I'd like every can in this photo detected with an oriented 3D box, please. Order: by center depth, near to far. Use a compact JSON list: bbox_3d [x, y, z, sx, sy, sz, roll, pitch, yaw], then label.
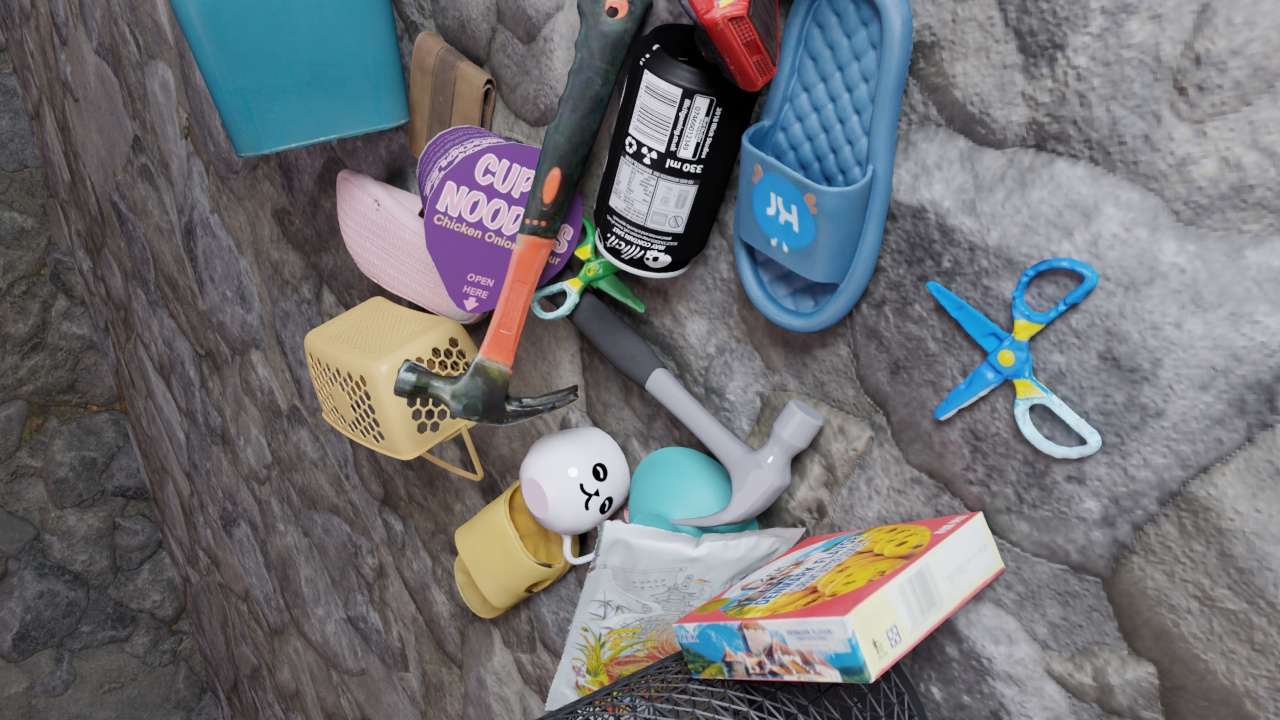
[{"bbox_3d":[0.020,-0.132,0.589,0.080,0.080,0.146,44,136,28],"label":"can"}]

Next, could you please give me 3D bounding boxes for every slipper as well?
[{"bbox_3d":[0.095,-0.117,0.532,0.104,0.059,0.214,33,127,39],"label":"slipper"},{"bbox_3d":[-0.225,-0.110,0.903,0.221,0.055,0.107,34,131,21],"label":"slipper"},{"bbox_3d":[-0.143,0.202,0.926,0.099,0.078,0.264,56,139,12],"label":"slipper"}]

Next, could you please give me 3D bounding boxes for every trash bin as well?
[{"bbox_3d":[0.055,0.285,0.603,0.217,0.242,0.217,23,122,42],"label":"trash bin"},{"bbox_3d":[-0.304,-0.306,0.791,0.196,0.199,0.219,-133,30,-62],"label":"trash bin"}]

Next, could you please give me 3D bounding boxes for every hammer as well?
[{"bbox_3d":[-0.069,-0.105,0.659,0.033,0.133,0.334,-99,28,-72],"label":"hammer"},{"bbox_3d":[-0.004,0.004,0.700,0.311,0.029,0.125,44,112,34],"label":"hammer"}]

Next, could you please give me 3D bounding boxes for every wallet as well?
[{"bbox_3d":[-0.170,-0.217,0.817,0.098,0.026,0.121,41,134,28],"label":"wallet"}]

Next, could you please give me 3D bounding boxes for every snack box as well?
[{"bbox_3d":[0.117,0.142,0.550,0.145,0.142,0.040,-23,88,50],"label":"snack box"}]

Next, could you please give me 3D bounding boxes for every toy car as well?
[{"bbox_3d":[0.034,-0.242,0.499,0.056,0.081,0.189,-18,71,18],"label":"toy car"}]

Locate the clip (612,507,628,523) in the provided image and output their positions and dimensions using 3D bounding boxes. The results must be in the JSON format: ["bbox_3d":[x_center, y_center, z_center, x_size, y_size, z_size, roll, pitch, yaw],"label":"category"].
[{"bbox_3d":[-0.003,0.147,0.776,0.058,0.049,0.023,55,144,38],"label":"clip"}]

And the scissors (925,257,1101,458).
[{"bbox_3d":[0.203,-0.001,0.495,0.129,0.013,0.126,57,138,18],"label":"scissors"}]

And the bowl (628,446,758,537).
[{"bbox_3d":[0.027,0.131,0.707,0.121,0.046,0.121,14,115,34],"label":"bowl"}]

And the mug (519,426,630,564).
[{"bbox_3d":[-0.058,0.120,0.793,0.090,0.076,0.124,8,112,47],"label":"mug"}]

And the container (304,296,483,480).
[{"bbox_3d":[-0.235,0.038,0.916,0.184,0.129,0.167,17,132,44],"label":"container"}]

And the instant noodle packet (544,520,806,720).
[{"bbox_3d":[0.014,0.207,0.702,0.270,0.146,0.057,109,155,-44],"label":"instant noodle packet"}]

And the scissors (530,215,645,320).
[{"bbox_3d":[-0.040,-0.062,0.712,0.130,0.012,0.117,42,102,36],"label":"scissors"}]

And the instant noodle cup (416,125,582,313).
[{"bbox_3d":[-0.128,-0.124,0.732,0.137,0.121,0.122,-63,35,17],"label":"instant noodle cup"}]
